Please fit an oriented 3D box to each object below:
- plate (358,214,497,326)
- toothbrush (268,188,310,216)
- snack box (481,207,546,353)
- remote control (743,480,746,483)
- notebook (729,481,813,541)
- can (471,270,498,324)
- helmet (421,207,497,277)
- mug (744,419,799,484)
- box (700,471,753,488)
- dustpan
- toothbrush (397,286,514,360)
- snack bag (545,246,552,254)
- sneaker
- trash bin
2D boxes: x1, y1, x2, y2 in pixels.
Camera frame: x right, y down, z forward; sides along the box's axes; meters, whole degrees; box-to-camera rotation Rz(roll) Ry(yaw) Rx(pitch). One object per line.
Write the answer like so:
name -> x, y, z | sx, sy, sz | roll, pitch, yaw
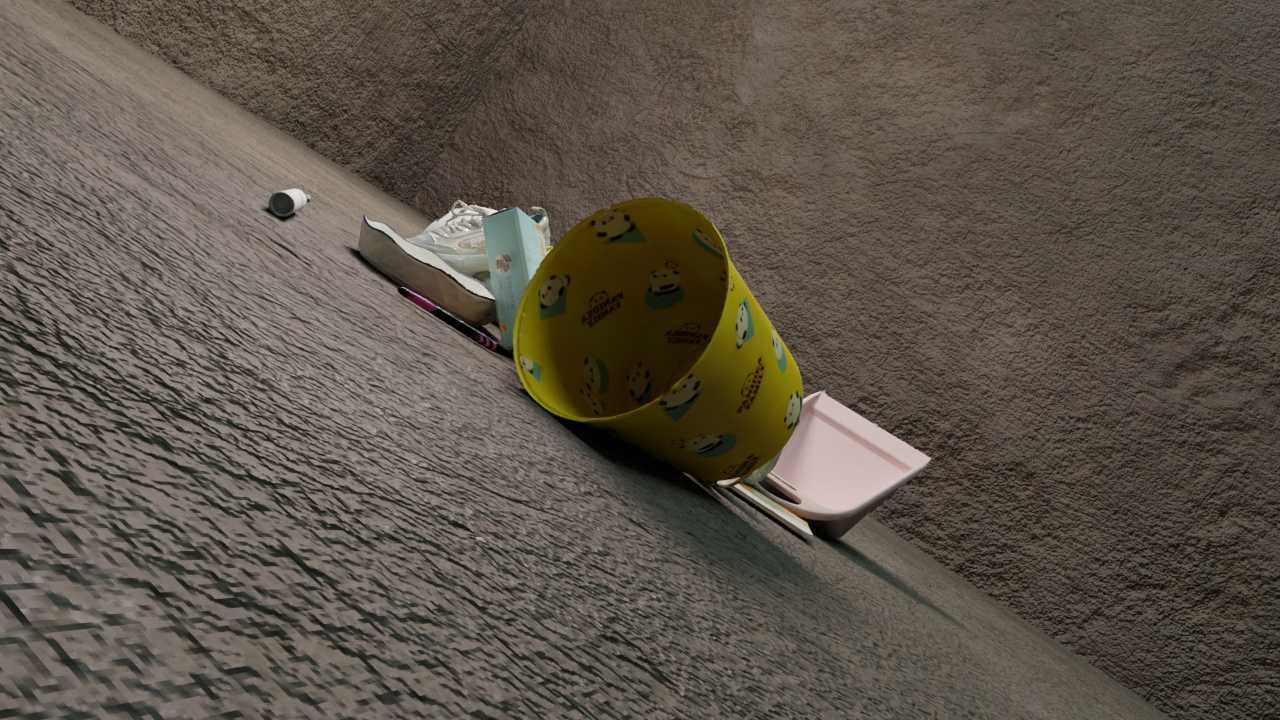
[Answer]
plate -> -0.259, -0.105, 1.130 | 0.205, 0.045, 0.205 | 33, 3, -2
toothbrush -> -0.401, -0.184, 1.058 | 0.026, 0.027, 0.221 | -2, 12, -15
snack box -> -0.142, -0.091, 1.106 | 0.074, 0.052, 0.174 | 30, 46, -69
remote control -> 0.123, 0.128, 1.350 | 0.150, 0.058, 0.021 | 36, -19, 47
notebook -> 0.132, 0.167, 1.199 | 0.206, 0.010, 0.146 | 33, 1, 9
can -> -0.183, -0.071, 1.318 | 0.147, 0.058, 0.058 | 33, 2, 2
helmet -> -0.235, -0.163, 1.471 | 0.229, 0.146, 0.258 | 34, 3, 39
mug -> 0.147, 0.098, 1.279 | 0.103, 0.123, 0.084 | 35, -17, 39
box -> 0.087, 0.096, 1.110 | 0.087, 0.076, 0.163 | 0, 22, -22
dustpan -> 0.279, 0.145, 1.380 | 0.223, 0.272, 0.139 | 31, -24, 32
toothbrush -> -0.175, -0.025, 0.977 | 0.189, 0.014, 0.017 | 32, 15, -15
snack bag -> -0.069, -0.036, 1.170 | 0.068, 0.158, 0.246 | -21, 37, -32
sneaker -> -0.233, -0.178, 1.301 | 0.241, 0.091, 0.089 | -8, 21, -35
trash bin -> 0.037, -0.002, 0.938 | 0.230, 0.229, 0.255 | 35, -3, 39
